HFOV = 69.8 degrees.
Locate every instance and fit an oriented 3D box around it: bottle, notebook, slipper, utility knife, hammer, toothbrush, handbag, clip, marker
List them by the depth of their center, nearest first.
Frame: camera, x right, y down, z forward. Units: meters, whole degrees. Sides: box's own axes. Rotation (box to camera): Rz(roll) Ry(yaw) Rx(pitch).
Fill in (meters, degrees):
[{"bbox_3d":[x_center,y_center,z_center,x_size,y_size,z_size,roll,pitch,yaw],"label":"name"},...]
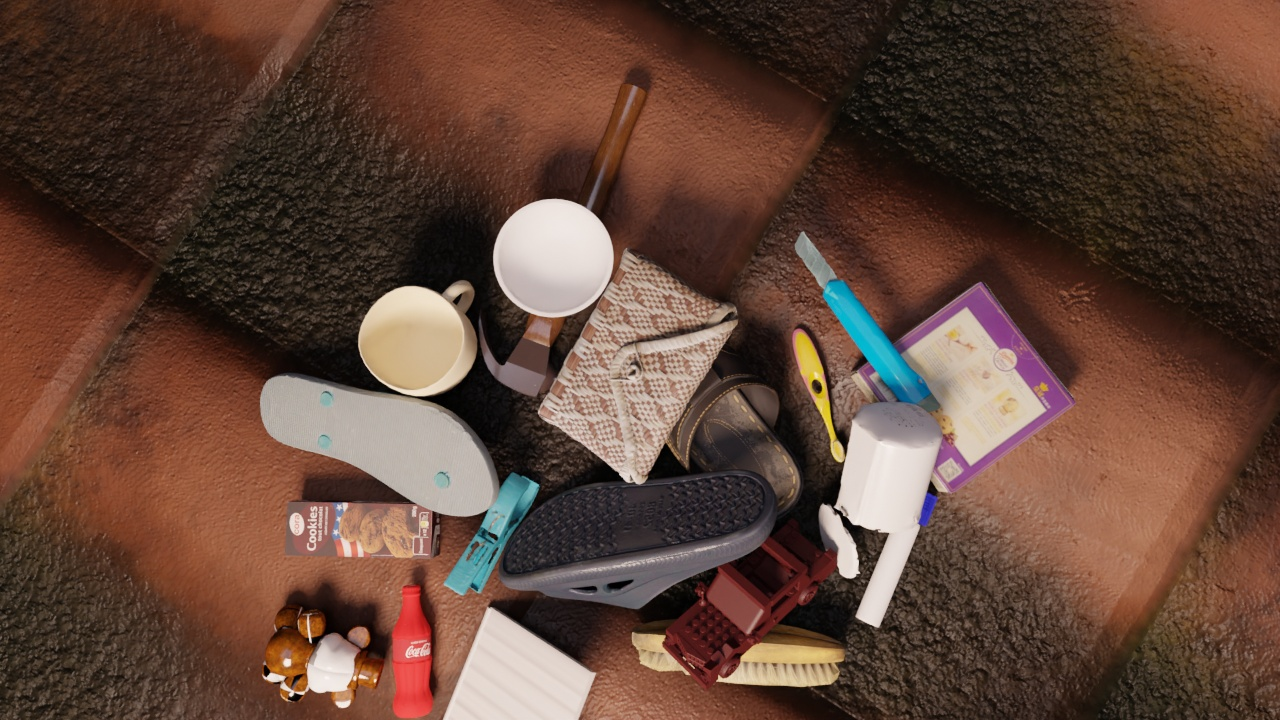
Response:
[{"bbox_3d":[-0.005,0.005,0.826,0.124,0.047,0.186,34,102,24],"label":"handbag"},{"bbox_3d":[-0.131,0.352,0.836,0.143,0.009,0.209,18,85,39],"label":"notebook"},{"bbox_3d":[0.002,0.168,0.840,0.269,0.110,0.083,-14,126,18],"label":"slipper"},{"bbox_3d":[0.205,-0.034,0.848,0.031,0.015,0.205,-34,84,0],"label":"utility knife"},{"bbox_3d":[-0.140,0.160,0.852,0.028,0.114,0.126,29,74,9],"label":"clip"},{"bbox_3d":[0.058,0.034,0.859,0.113,0.076,0.268,-35,84,-1],"label":"slipper"},{"bbox_3d":[0.240,0.184,0.863,0.027,0.023,0.133,25,86,-17],"label":"marker"},{"bbox_3d":[-0.217,0.274,0.872,0.036,0.036,0.119,-3,84,3],"label":"bottle"},{"bbox_3d":[-0.243,0.066,0.877,0.269,0.054,0.098,18,110,17],"label":"slipper"},{"bbox_3d":[0.172,0.033,0.883,0.021,0.016,0.135,-18,84,6],"label":"toothbrush"},{"bbox_3d":[-0.064,-0.120,0.903,0.115,0.033,0.323,21,86,3],"label":"hammer"}]

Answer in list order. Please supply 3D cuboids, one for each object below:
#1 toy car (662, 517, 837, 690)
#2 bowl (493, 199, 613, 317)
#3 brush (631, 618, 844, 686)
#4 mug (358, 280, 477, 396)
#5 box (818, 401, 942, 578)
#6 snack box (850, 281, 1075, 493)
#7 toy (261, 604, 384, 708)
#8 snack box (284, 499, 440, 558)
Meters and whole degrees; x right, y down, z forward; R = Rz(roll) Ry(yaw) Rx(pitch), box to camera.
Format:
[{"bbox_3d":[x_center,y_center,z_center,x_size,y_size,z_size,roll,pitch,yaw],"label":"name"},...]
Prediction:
[{"bbox_3d":[0.099,0.207,0.812,0.169,0.062,0.070,-35,53,-25],"label":"toy car"},{"bbox_3d":[-0.080,-0.093,0.864,0.110,0.040,0.110,0,85,-1],"label":"bowl"},{"bbox_3d":[0.088,0.268,0.846,0.195,0.059,0.043,3,94,5],"label":"brush"},{"bbox_3d":[-0.196,-0.024,0.866,0.096,0.100,0.120,37,86,4],"label":"mug"},{"bbox_3d":[0.212,0.121,0.833,0.092,0.083,0.166,-9,118,-25],"label":"box"},{"bbox_3d":[0.301,0.026,0.864,0.148,0.040,0.143,-36,84,0],"label":"snack box"},{"bbox_3d":[-0.300,0.282,0.867,0.112,0.067,0.087,15,86,-5],"label":"toy"},{"bbox_3d":[-0.267,0.163,0.887,0.141,0.032,0.051,1,85,3],"label":"snack box"}]
